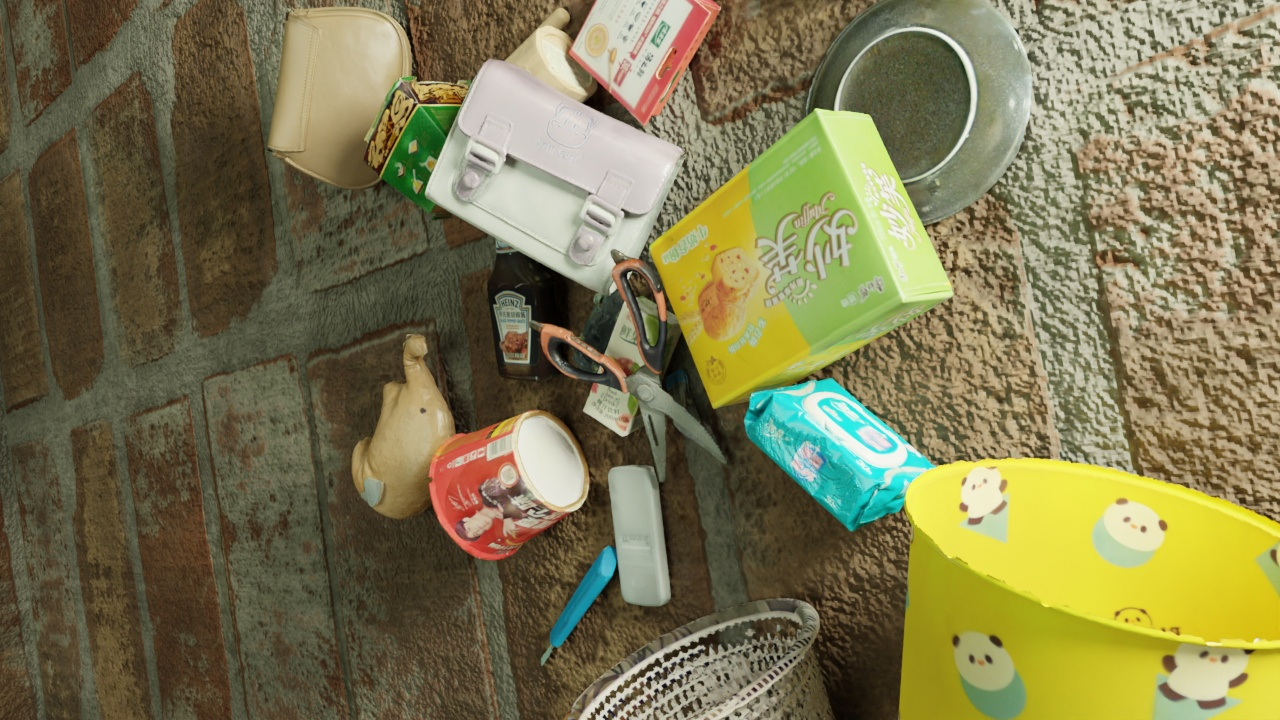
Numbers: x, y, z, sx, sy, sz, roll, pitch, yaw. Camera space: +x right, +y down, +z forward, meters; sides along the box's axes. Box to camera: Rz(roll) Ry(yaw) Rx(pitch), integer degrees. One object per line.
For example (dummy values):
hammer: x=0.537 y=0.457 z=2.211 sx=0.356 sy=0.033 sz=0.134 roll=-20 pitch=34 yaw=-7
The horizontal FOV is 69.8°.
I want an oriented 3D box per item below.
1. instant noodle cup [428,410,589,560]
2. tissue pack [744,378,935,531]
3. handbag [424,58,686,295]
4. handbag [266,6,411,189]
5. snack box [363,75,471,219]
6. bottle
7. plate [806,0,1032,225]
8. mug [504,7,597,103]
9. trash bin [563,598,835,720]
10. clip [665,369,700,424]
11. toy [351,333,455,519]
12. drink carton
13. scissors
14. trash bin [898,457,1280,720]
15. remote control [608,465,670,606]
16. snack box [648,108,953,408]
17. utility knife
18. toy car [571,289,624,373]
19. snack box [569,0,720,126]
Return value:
instant noodle cup: x=-0.126 y=0.120 z=0.924 sx=0.109 sy=0.137 sz=0.138 roll=-28 pitch=75 yaw=29
tissue pack: x=0.151 y=0.065 z=0.707 sx=0.133 sy=0.093 sz=0.050 roll=43 pitch=123 yaw=29
handbag: x=-0.077 y=-0.167 z=0.834 sx=0.197 sy=0.098 sz=0.145 roll=28 pitch=106 yaw=4
handbag: x=-0.345 y=-0.307 z=1.067 sx=0.099 sy=0.147 sz=0.205 roll=-123 pitch=46 yaw=-69
snack box: x=-0.211 y=-0.225 z=0.985 sx=0.105 sy=0.118 sz=0.118 roll=47 pitch=122 yaw=12
bottle: x=-0.123 y=-0.077 z=0.938 sx=0.080 sy=0.043 sz=0.195 roll=5 pitch=106 yaw=39
plate: x=0.199 y=-0.190 z=0.690 sx=0.180 sy=0.024 sz=0.179 roll=4 pitch=96 yaw=39
mug: x=-0.105 y=-0.279 z=0.912 sx=0.104 sy=0.084 sz=0.124 roll=-32 pitch=47 yaw=36
trash bin: x=0.076 y=0.329 z=0.732 sx=0.228 sy=0.226 sz=0.192 roll=-26 pitch=90 yaw=38
clip: x=0.039 y=0.036 z=0.850 sx=0.024 sy=0.026 sz=0.056 roll=-31 pitch=62 yaw=35
toy: x=-0.265 y=0.080 z=1.067 sx=0.143 sy=0.082 sz=0.226 roll=37 pitch=114 yaw=22
drink carton: x=-0.005 y=0.005 z=0.863 sx=0.053 sy=0.045 sz=0.123 roll=31 pitch=115 yaw=22
scissors: x=-0.003 y=0.008 z=0.819 sx=0.227 sy=0.015 sz=0.189 roll=31 pitch=122 yaw=9
trash bin: x=0.261 y=0.218 z=0.554 sx=0.230 sy=0.229 sz=0.255 roll=15 pitch=109 yaw=38
remote control: x=-0.001 y=0.169 z=0.890 sx=0.056 sy=0.020 sz=0.136 roll=-7 pitch=90 yaw=40
snack box: x=0.115 y=-0.073 z=0.724 sx=0.211 sy=0.069 sz=0.157 roll=-34 pitch=71 yaw=45
utility knife: x=-0.069 y=0.262 z=0.950 sx=0.188 sy=0.018 sz=0.034 roll=-59 pitch=14 yaw=32
toy car: x=-0.033 y=-0.028 z=0.893 sx=0.043 sy=0.034 sz=0.091 roll=40 pitch=116 yaw=33
snack box: x=0.008 y=-0.291 z=0.828 sx=0.127 sy=0.044 sz=0.113 roll=50 pitch=121 yaw=27
